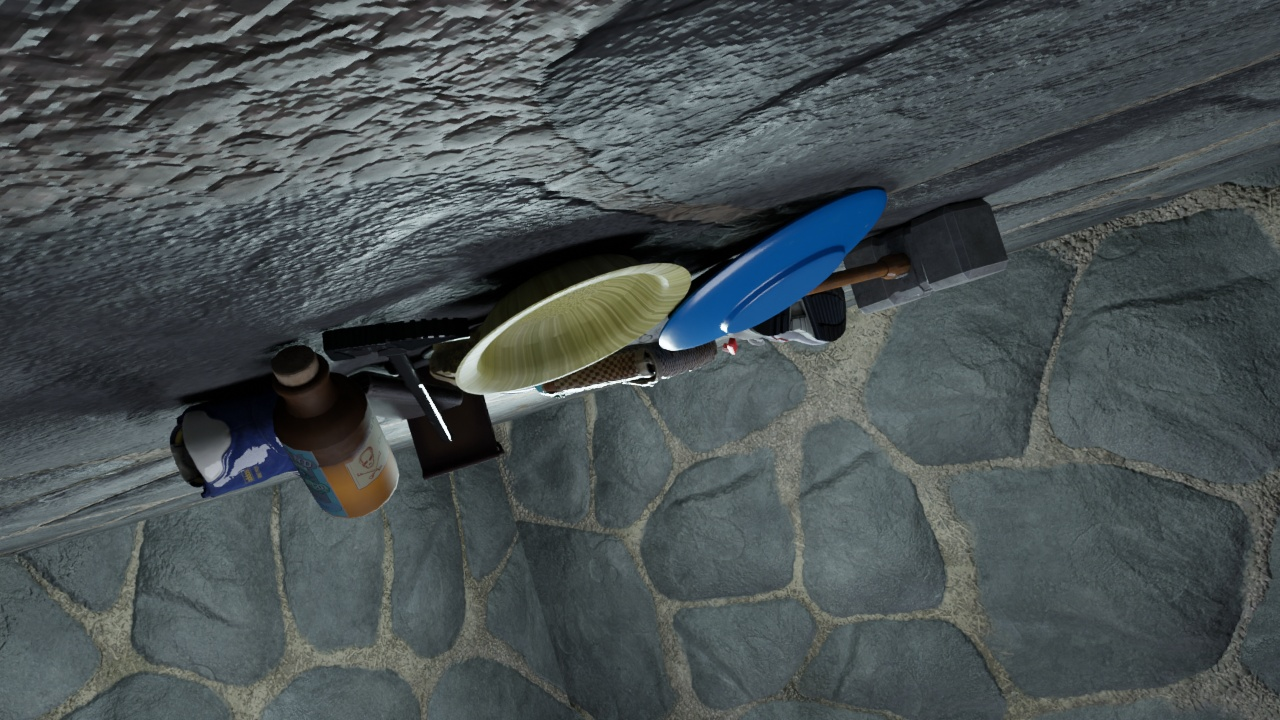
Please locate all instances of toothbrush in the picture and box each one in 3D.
[{"bbox_3d":[0.106,-0.018,1.103,0.018,0.012,0.212,15,180,7],"label":"toothbrush"}]

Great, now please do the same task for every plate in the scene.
[{"bbox_3d":[-0.054,-0.035,0.670,0.184,0.036,0.184,-24,165,-7],"label":"plate"},{"bbox_3d":[0.117,-0.065,0.774,0.224,0.024,0.224,-30,168,-8],"label":"plate"}]

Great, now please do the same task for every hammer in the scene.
[{"bbox_3d":[-0.175,0.028,0.763,0.095,0.015,0.325,-8,164,-7],"label":"hammer"},{"bbox_3d":[0.231,-0.092,0.988,0.316,0.083,0.163,-15,176,-35],"label":"hammer"}]

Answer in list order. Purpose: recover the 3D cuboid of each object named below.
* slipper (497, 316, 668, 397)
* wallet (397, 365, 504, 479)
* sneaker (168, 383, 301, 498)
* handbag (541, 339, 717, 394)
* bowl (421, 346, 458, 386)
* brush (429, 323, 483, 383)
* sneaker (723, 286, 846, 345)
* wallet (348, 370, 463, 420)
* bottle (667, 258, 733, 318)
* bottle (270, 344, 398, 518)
[{"bbox_3d":[-0.061,0.002,1.073,0.268,0.054,0.098,-17,154,-29],"label":"slipper"},{"bbox_3d":[-0.204,0.059,0.982,0.091,0.115,0.018,-18,176,5],"label":"wallet"},{"bbox_3d":[-0.339,0.079,0.803,0.118,0.091,0.234,-21,178,-27],"label":"sneaker"},{"bbox_3d":[-0.006,0.006,0.944,0.124,0.047,0.185,-9,-178,25],"label":"handbag"},{"bbox_3d":[-0.130,-0.009,0.891,0.157,0.038,0.157,-17,177,-1],"label":"bowl"},{"bbox_3d":[-0.084,-0.020,0.771,0.195,0.059,0.043,-14,164,0],"label":"brush"},{"bbox_3d":[0.149,-0.062,1.117,0.124,0.089,0.239,-1,180,38],"label":"sneaker"},{"bbox_3d":[-0.248,0.036,0.904,0.099,0.031,0.120,14,160,-39],"label":"wallet"},{"bbox_3d":[0.091,-0.072,0.866,0.055,0.055,0.175,-15,171,-34],"label":"bottle"},{"bbox_3d":[-0.229,0.049,0.673,0.067,0.067,0.157,-17,141,-10],"label":"bottle"}]
